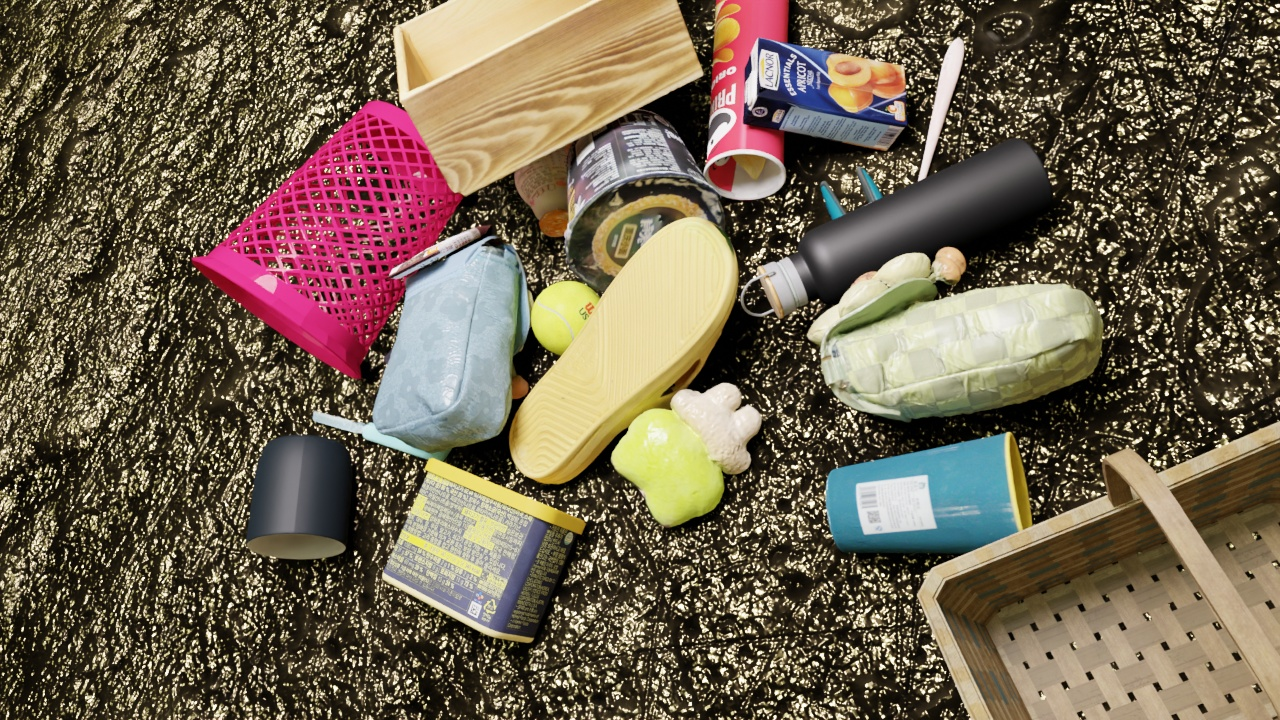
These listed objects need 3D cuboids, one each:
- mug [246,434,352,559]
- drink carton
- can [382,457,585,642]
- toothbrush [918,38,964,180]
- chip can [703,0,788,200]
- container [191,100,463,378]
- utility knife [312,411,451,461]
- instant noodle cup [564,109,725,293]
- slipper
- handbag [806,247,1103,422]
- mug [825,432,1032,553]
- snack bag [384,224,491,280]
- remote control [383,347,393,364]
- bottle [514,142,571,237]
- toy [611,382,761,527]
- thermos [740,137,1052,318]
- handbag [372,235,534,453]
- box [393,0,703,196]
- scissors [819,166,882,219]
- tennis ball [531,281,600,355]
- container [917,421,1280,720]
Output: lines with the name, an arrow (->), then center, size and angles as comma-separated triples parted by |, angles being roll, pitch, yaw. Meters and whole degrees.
mug -> -0.319, 0.131, 0.849 | 0.122, 0.085, 0.094 | -33, 51, 45
drink carton -> 0.150, -0.219, 0.754 | 0.130, 0.040, 0.064 | 8, 66, -8
can -> -0.129, 0.153, 0.743 | 0.135, 0.075, 0.104 | 16, 78, 31
toothbrush -> 0.240, -0.191, 0.751 | 0.016, 0.018, 0.181 | 10, 72, 29
chip can -> 0.097, -0.256, 0.820 | 0.069, 0.069, 0.220 | -6, 65, 24
container -> -0.283, -0.127, 0.897 | 0.183, 0.183, 0.225 | 24, 72, 32
utility knife -> -0.253, 0.069, 0.876 | 0.180, 0.016, 0.022 | 11, 72, 28
instant noodle cup -> -0.004, -0.140, 0.781 | 0.137, 0.137, 0.112 | -25, 52, 14
slipper -> -0.004, 0.004, 0.751 | 0.264, 0.078, 0.099 | -47, 54, 21
handbag -> 0.210, -0.022, 0.629 | 0.187, 0.113, 0.116 | -14, 76, 19
mug -> 0.191, 0.095, 0.613 | 0.122, 0.078, 0.078 | -11, 63, 26
snack bag -> -0.187, -0.104, 0.860 | 0.057, 0.157, 0.013 | -25, 102, 16
remote control -> -0.197, 0.029, 0.867 | 0.032, 0.015, 0.136 | -47, 59, 0
bottle -> -0.088, -0.170, 0.877 | 0.063, 0.063, 0.108 | -23, 61, 15
toy -> 0.040, 0.068, 0.708 | 0.115, 0.046, 0.092 | -40, 83, 0
thermos -> 0.182, -0.089, 0.684 | 0.231, 0.061, 0.061 | -24, 59, 4
handbag -> -0.150, -0.008, 0.802 | 0.122, 0.118, 0.191 | -21, 53, 31
box -> -0.110, -0.371, 0.771 | 0.282, 0.315, 0.279 | -25, 32, -1
scissors -> 0.182, -0.094, 0.733 | 0.140, 0.019, 0.128 | 22, 74, 25
tennis ball -> -0.063, -0.037, 0.800 | 0.065, 0.065, 0.065 | -11, 63, 22
container -> 0.287, 0.134, 0.477 | 0.250, 0.186, 0.157 | -27, 58, 13
